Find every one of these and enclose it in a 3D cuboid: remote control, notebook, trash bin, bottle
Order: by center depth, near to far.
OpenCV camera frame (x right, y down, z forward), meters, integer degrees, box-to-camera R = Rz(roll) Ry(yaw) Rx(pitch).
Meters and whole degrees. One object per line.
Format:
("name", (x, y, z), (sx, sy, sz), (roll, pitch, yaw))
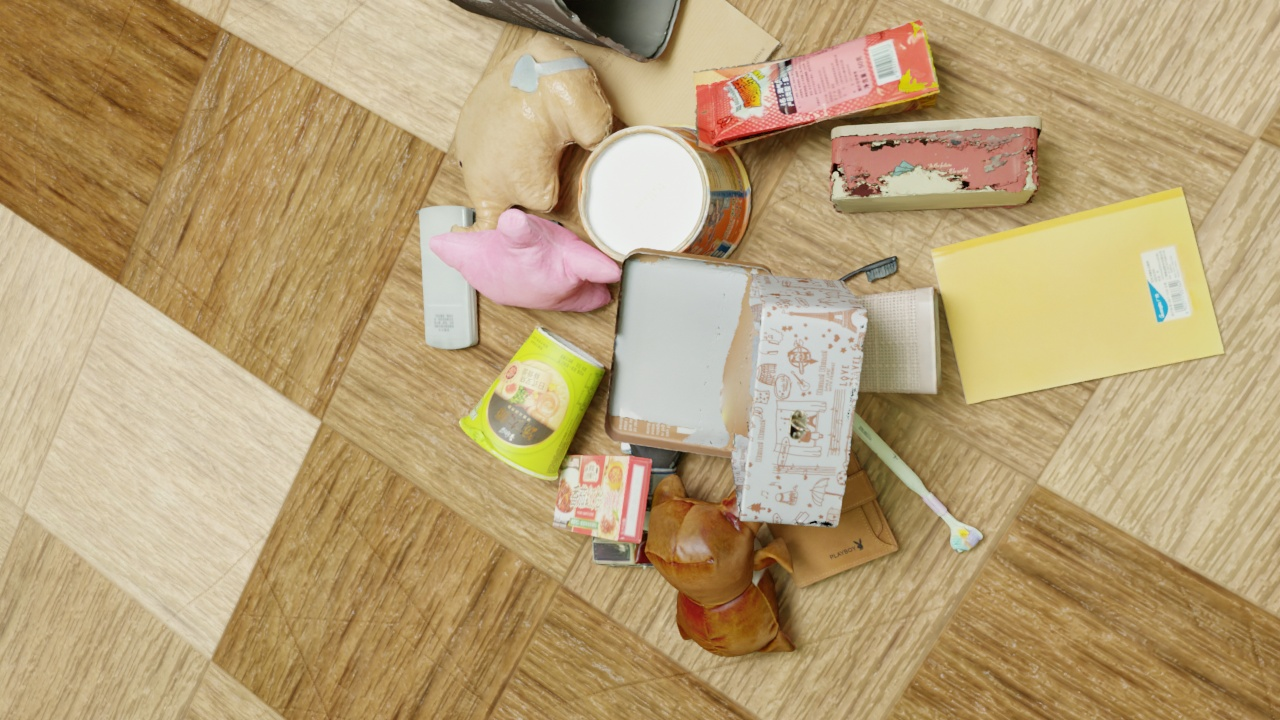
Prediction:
("notebook", (0.372, -0.052, 0.793), (0.207, 0.010, 0.146), (-14, 88, 18))
("trash bin", (-0.091, -0.394, 0.828), (0.220, 0.198, 0.199), (18, 97, 30))
("bottle", (0.017, 0.067, 0.890), (0.080, 0.044, 0.195), (3, 95, -1))
("notebook", (0.010, -0.309, 0.898), (0.211, 0.012, 0.150), (42, 105, 12))
("remote control", (-0.201, -0.087, 0.964), (0.058, 0.021, 0.150), (2, 98, 21))

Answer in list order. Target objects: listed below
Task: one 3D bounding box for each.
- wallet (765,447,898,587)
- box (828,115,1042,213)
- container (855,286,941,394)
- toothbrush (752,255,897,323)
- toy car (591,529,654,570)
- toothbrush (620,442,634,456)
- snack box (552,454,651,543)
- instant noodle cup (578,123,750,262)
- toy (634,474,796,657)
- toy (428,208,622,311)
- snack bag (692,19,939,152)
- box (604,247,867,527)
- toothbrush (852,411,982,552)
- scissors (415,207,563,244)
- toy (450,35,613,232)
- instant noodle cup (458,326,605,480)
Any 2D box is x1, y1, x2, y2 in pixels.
("wallet", (0.166, 0.134, 0.857), (0.108, 0.031, 0.132), (-26, 86, 18))
("box", (0.249, -0.157, 0.786), (0.168, 0.091, 0.077), (1, 89, 18))
("container", (0.205, -0.016, 0.809), (0.111, 0.090, 0.090), (-2, 92, 21))
("toothbrush", (0.152, -0.053, 0.862), (0.189, 0.014, 0.017), (-24, 96, 17))
("toy car", (-0.004, 0.187, 0.911), (0.090, 0.035, 0.042), (-2, 93, 15))
("toothbrush", (-0.005, 0.005, 0.913), (0.018, 0.015, 0.181), (6, 95, 26))
("snack box", (-0.039, 0.127, 0.864), (0.025, 0.153, 0.075), (12, 80, -26))
("instant noodle cup", (0.017, -0.148, 0.844), (0.151, 0.111, 0.151), (2, 97, 18))
("toy", (0.072, 0.193, 0.837), (0.140, 0.130, 0.200), (2, 125, 34))
("toy", (-0.102, -0.086, 0.881), (0.195, 0.178, 0.074), (-8, 62, 50))
("snack bag", (0.148, -0.239, 0.807), (0.208, 0.128, 0.073), (-10, 133, 12))
("box", (0.068, 0.019, 0.735), (0.205, 0.157, 0.181), (8, 108, 5))
("toothbrush", (0.232, 0.098, 0.816), (0.189, 0.020, 0.029), (46, 116, -4))
("scissors", (-0.153, -0.155, 0.957), (0.163, 0.014, 0.166), (39, 105, 15))
("toy", (-0.125, -0.208, 0.893), (0.227, 0.082, 0.143), (-45, 70, 28))
("instant noodle cup", (-0.099, 0.037, 0.902), (0.112, 0.111, 0.123), (32, 93, 14))
